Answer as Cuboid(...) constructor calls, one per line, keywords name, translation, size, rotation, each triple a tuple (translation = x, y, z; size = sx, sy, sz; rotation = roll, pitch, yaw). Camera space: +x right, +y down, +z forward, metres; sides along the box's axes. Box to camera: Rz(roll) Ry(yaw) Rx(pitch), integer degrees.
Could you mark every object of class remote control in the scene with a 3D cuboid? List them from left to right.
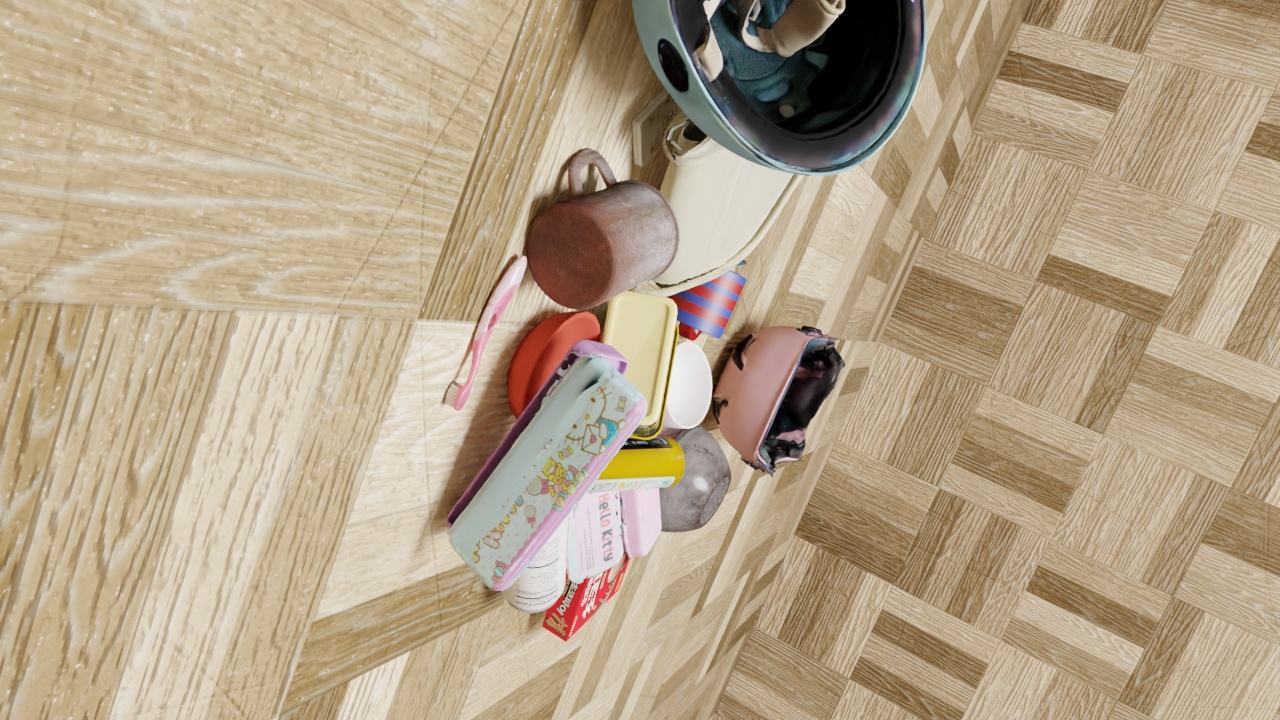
Cuboid(name="remote control", translation=(0.033, -0.241, 0.865), size=(0.135, 0.011, 0.050), rotation=(-52, 156, -30))

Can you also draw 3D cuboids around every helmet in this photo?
Cuboid(name="helmet", translation=(0.197, 0.044, 1.394), size=(0.255, 0.152, 0.230), rotation=(-7, 123, -65))
Cuboid(name="helmet", translation=(0.101, -0.272, 0.704), size=(0.225, 0.167, 0.266), rotation=(-24, 105, -17))

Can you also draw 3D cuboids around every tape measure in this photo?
Cuboid(name="tape measure", translation=(0.071, -0.049, 1.168), size=(0.051, 0.019, 0.059), rotation=(-61, 159, -12))

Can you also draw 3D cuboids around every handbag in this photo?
Cuboid(name="handbag", translation=(0.060, -0.184, 0.887), size=(0.183, 0.132, 0.230), rotation=(-29, 153, -30))

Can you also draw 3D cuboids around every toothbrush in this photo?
Cuboid(name="toothbrush", translation=(-0.123, -0.023, 0.733), size=(0.135, 0.016, 0.021), rotation=(-66, 160, -3))

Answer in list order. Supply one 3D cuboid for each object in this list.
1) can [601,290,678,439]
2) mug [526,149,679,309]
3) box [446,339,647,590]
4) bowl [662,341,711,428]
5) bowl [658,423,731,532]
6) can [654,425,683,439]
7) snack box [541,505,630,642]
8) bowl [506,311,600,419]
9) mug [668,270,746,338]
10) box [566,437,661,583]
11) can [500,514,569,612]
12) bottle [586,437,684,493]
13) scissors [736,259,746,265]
Cuboid(name="can", translation=(-0.005, 0.005, 0.896), size=(0.101, 0.072, 0.130), rotation=(86, 14, -80))
Cuboid(name="mug", translation=(-0.035, -0.112, 0.760), size=(0.110, 0.096, 0.123), rotation=(-36, 110, -58))
Cuboid(name="box", translation=(-0.071, 0.092, 0.783), size=(0.214, 0.092, 0.089), rotation=(-53, 155, 12))
Cuboid(name="bowl", translation=(0.037, 0.030, 1.099), size=(0.104, 0.054, 0.105), rotation=(5, 83, -52))
Cuboid(name="bowl", translation=(0.063, 0.156, 1.128), size=(0.144, 0.067, 0.145), rotation=(-48, 155, -31))
Cuboid(name="can", translation=(0.028, 0.092, 1.158), size=(0.067, 0.067, 0.076), rotation=(-50, 156, -34))
Cuboid(name="snack box", translation=(-0.052, 0.244, 1.120), size=(0.132, 0.036, 0.152), rotation=(-30, 142, -58))
Cuboid(name="bowl", translation=(-0.084, 0.006, 0.831), size=(0.121, 0.035, 0.122), rotation=(-50, 155, -34))
Cuboid(name="mug", translation=(0.073, -0.076, 1.085), size=(0.112, 0.075, 0.076), rotation=(-115, -131, -84))
Cuboid(name="box", translation=(-0.025, 0.128, 0.996), size=(0.155, 0.059, 0.201), rotation=(-28, 119, -52))
Cuboid(name="can", translation=(-0.110, 0.193, 0.934), size=(0.070, 0.070, 0.132), rotation=(-45, 152, -42))
Cuboid(name="bottle", translation=(-0.043, 0.105, 0.919), size=(0.185, 0.053, 0.053), rotation=(2, 116, -36))
Cuboid(name="scissors", translation=(0.121, -0.148, 1.178), size=(0.150, 0.019, 0.121), rotation=(-46, 157, -29))
